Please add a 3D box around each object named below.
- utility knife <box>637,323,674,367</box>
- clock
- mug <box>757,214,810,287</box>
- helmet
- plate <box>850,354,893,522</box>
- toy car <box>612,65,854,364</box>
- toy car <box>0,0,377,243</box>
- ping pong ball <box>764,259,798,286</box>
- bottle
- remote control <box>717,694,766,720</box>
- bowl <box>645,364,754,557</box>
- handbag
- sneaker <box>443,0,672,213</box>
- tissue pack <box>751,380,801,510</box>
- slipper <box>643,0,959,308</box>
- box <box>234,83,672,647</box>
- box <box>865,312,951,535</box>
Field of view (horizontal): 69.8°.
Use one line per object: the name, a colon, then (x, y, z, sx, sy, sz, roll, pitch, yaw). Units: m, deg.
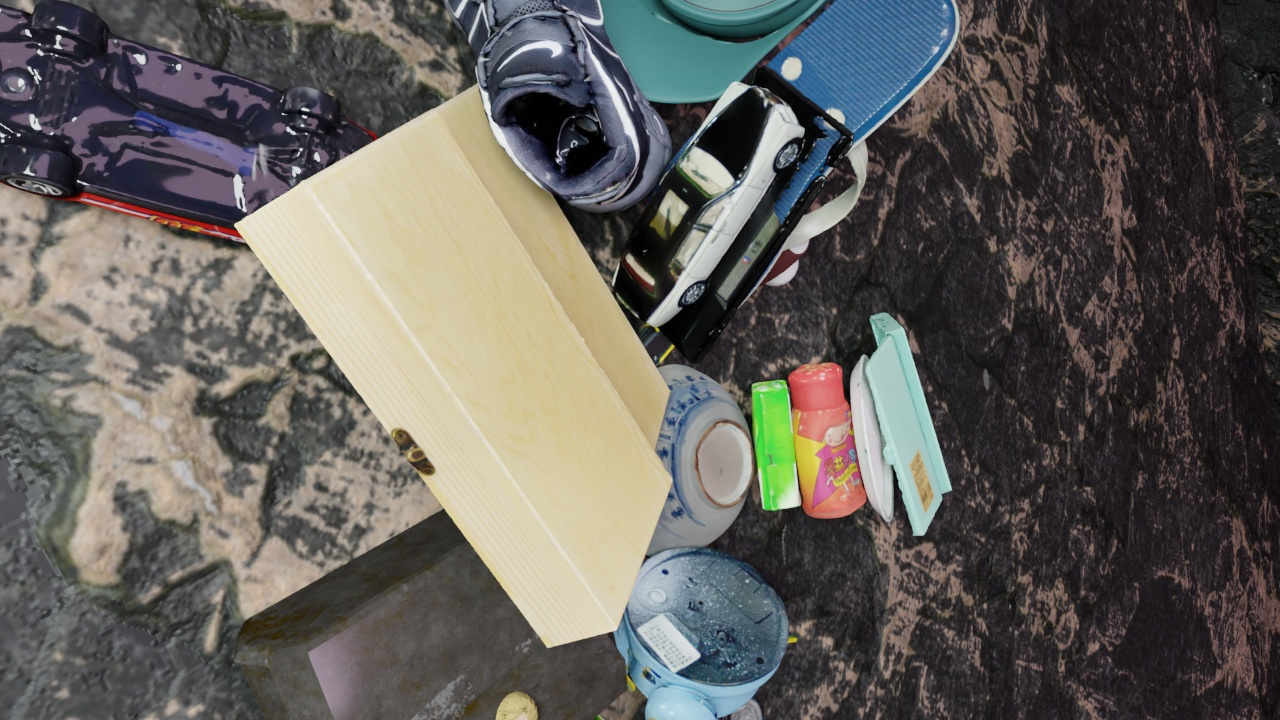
utility knife: (-0.004, 0.004, 0.680, 0.172, 0.020, 0.029, -50, 119, -33)
clock: (0.029, 0.198, 0.637, 0.161, 0.118, 0.060, -22, 139, -36)
mug: (0.092, -0.107, 0.731, 0.087, 0.089, 0.113, 46, 58, -33)
helmet: (0.066, -0.310, 0.645, 0.273, 0.176, 0.201, -56, 166, -40)
plate: (0.217, 0.073, 0.860, 0.156, 0.014, 0.157, -9, 90, -69)
toy car: (0.042, -0.095, 0.603, 0.071, 0.094, 0.192, -2, 133, -52)
toy car: (-0.221, -0.104, 0.444, 0.189, 0.056, 0.081, 13, 77, -38)
ping pong ball: (0.115, -0.084, 0.786, 0.040, 0.040, 0.040, 3, 85, -45)
bottle: (0.165, 0.070, 0.822, 0.071, 0.049, 0.134, -18, 100, -47)
remote control: (0.086, 0.306, 0.752, 0.045, 0.021, 0.140, -36, 108, -41)
bowl: (0.044, 0.077, 0.696, 0.150, 0.057, 0.150, 3, 86, -44)
handbag: (-0.094, 0.198, 0.519, 0.196, 0.102, 0.199, -29, 108, -42)
sneaker: (-0.066, -0.190, 0.523, 0.150, 0.097, 0.252, -83, 148, -68)
tissue pack: (0.109, 0.067, 0.744, 0.114, 0.034, 0.099, -23, 107, -84)
slipper: (0.101, -0.143, 0.649, 0.118, 0.296, 0.060, 50, 24, 17)
box: (-0.068, -0.019, 0.513, 0.247, 0.068, 0.252, 59, 18, -19)
box: (0.259, 0.058, 0.893, 0.138, 0.052, 0.187, -65, 135, -63)
